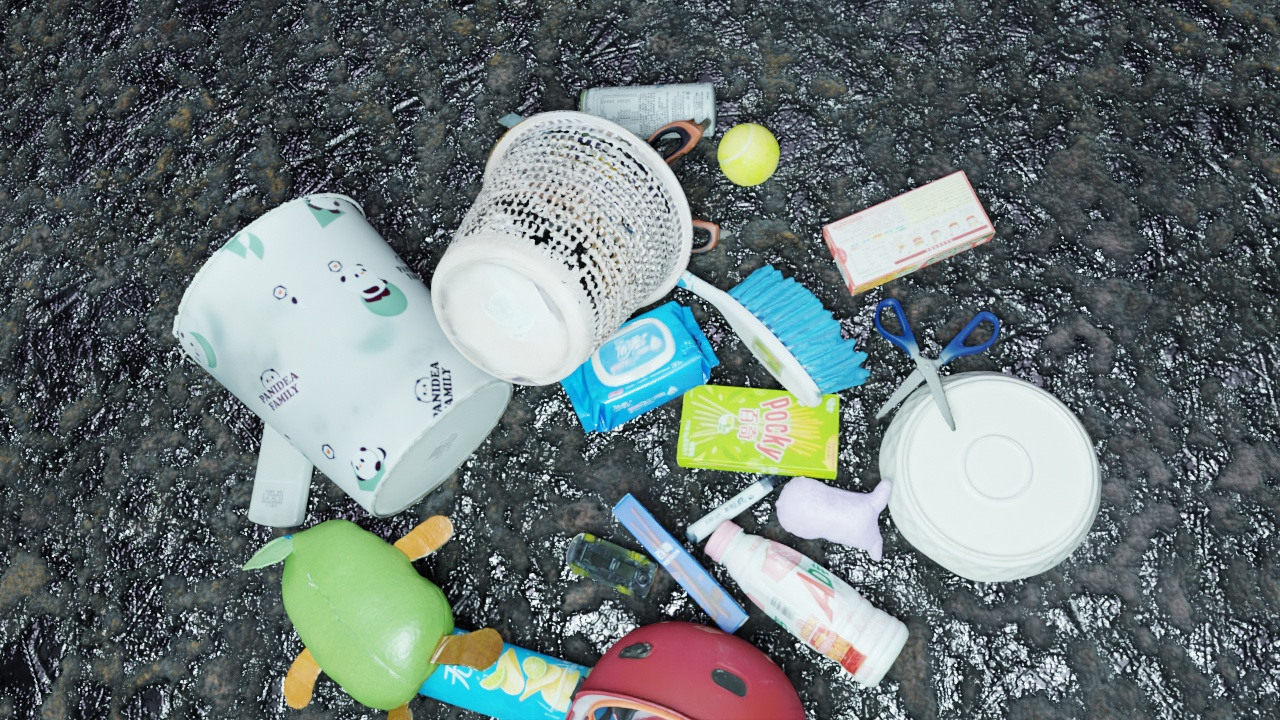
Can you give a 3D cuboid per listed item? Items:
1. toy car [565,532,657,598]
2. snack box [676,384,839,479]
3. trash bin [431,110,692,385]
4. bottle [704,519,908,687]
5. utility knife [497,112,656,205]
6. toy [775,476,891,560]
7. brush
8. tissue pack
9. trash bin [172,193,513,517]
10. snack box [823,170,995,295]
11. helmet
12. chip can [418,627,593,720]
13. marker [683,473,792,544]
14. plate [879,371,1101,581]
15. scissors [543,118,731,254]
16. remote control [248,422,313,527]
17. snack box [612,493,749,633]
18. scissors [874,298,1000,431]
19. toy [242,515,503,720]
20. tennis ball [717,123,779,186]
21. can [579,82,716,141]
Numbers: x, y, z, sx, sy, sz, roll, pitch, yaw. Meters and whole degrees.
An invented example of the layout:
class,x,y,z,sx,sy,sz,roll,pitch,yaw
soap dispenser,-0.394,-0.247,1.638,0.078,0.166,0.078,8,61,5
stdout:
class,x,y,z,sx,sy,sz,roll,pitch,yaw
toy car,-0.029,0.202,0.908,0.090,0.035,0.042,19,78,13
snack box,0.118,0.070,0.917,0.156,0.026,0.085,4,62,10
trash bin,-0.085,-0.090,0.859,0.227,0.228,0.191,17,43,12
bottle,0.151,0.221,0.865,0.197,0.068,0.068,33,82,19
utility knife,-0.072,-0.230,1.036,0.219,0.015,0.033,31,79,15
toy,0.185,0.145,0.887,0.108,0.038,0.084,11,105,14
brush,0.091,-0.070,0.945,0.109,0.061,0.314,-34,68,-15
tissue pack,-0.006,0.005,0.934,0.157,0.052,0.095,-26,52,1
trash bin,-0.277,0.003,0.908,0.252,0.229,0.229,42,85,9
snack box,0.277,-0.133,0.955,0.156,0.027,0.077,-22,73,2
helmet,0.049,0.299,0.785,0.207,0.240,0.143,10,44,21
chip can,-0.153,0.302,0.882,0.210,0.071,0.071,13,78,11
marker,0.099,0.140,0.916,0.130,0.018,0.022,-33,63,-2
plate,0.336,0.105,0.877,0.205,0.045,0.204,-2,75,8
scissors,-0.004,-0.179,0.998,0.226,0.015,0.189,-33,88,15
remote control,-0.381,0.104,0.991,0.058,0.021,0.150,3,76,9
snack box,0.039,0.195,0.875,0.026,0.084,0.157,-44,74,-5
scissors,0.282,-0.004,0.899,0.175,0.012,0.162,-29,53,-11
toy,-0.244,0.234,0.833,0.247,0.090,0.227,40,87,24
tennis ball,0.115,-0.220,0.981,0.065,0.065,0.065,-2,75,7
can,0.010,-0.274,1.014,0.147,0.058,0.058,-1,75,8
